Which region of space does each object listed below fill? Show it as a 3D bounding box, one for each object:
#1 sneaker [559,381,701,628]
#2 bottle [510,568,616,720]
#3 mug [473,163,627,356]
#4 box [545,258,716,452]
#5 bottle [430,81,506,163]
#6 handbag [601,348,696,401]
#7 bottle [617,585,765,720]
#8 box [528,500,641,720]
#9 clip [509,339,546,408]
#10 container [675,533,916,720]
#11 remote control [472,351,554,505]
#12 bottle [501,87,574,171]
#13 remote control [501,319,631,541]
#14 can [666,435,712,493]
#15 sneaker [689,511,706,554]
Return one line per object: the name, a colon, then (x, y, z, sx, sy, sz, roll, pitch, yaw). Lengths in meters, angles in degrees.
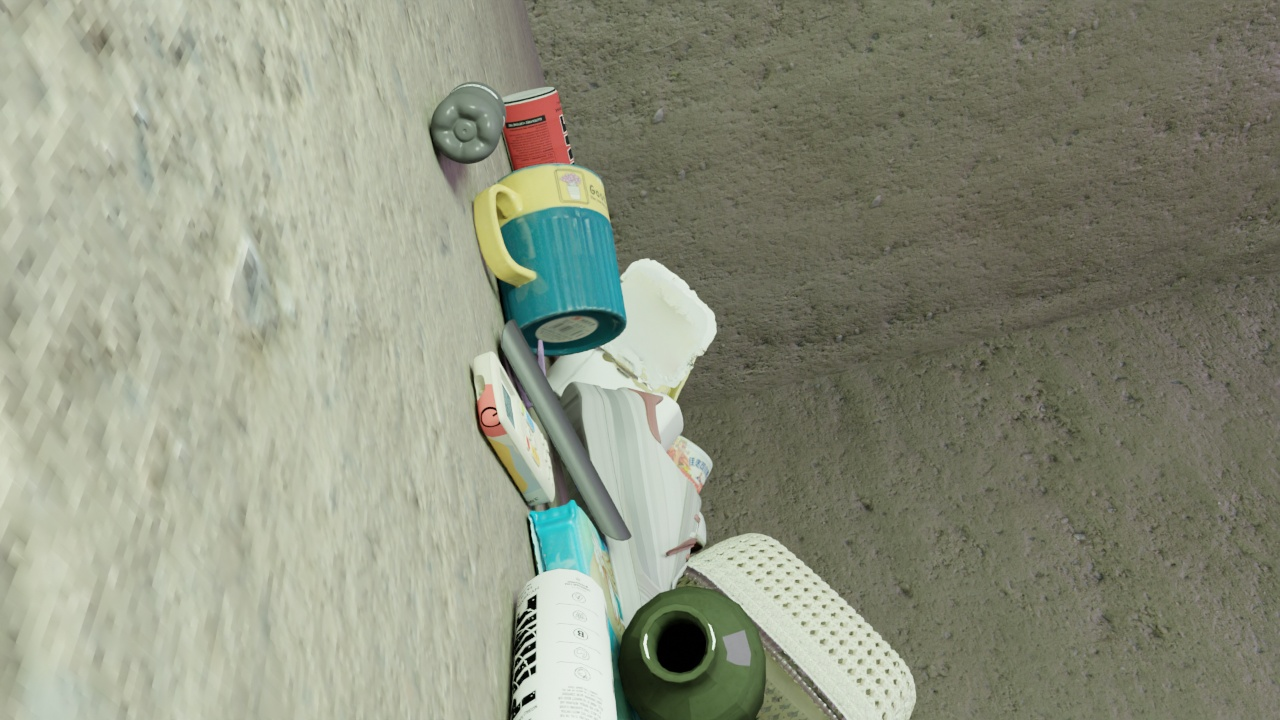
sneaker: (0.006, 0.126, 0.631, 0.099, 0.089, 0.236, 142, -59, -66)
bottle: (-0.031, 0.132, 0.365, 0.116, 0.041, 0.041, -103, 180, -66)
mug: (-0.065, -0.068, 0.604, 0.113, 0.083, 0.107, 20, 55, -55)
box: (-0.012, 0.013, 0.718, 0.111, 0.101, 0.189, 36, -31, 13)
bottle: (-0.096, -0.138, 0.523, 0.109, 0.036, 0.036, -103, 180, -67)
handbag: (-0.010, 0.022, 0.861, 0.119, 0.081, 0.111, -64, -171, -2)
bottle: (0.028, 0.156, 0.467, 0.207, 0.071, 0.071, 72, 4, -65)
box: (-0.020, 0.195, 0.490, 0.094, 0.039, 0.226, 74, 1, -63)
clip: (-0.071, 0.010, 0.585, 0.013, 0.033, 0.051, -100, -175, -52)
container: (0.105, 0.266, 0.772, 0.251, 0.142, 0.185, 42, -46, 25)
remote control: (-0.065, 0.039, 0.478, 0.126, 0.018, 0.038, 75, 1, -61)
bottle: (-0.093, -0.177, 0.916, 0.062, 0.062, 0.177, -103, 180, -67)
remote control: (-0.047, 0.044, 0.547, 0.147, 0.015, 0.033, 61, -6, 1)
can: (0.031, 0.110, 0.978, 0.043, 0.086, 0.086, -60, 162, -20)
sneaker: (-0.003, 0.125, 0.872, 0.295, 0.121, 0.127, 88, 2, -75)
